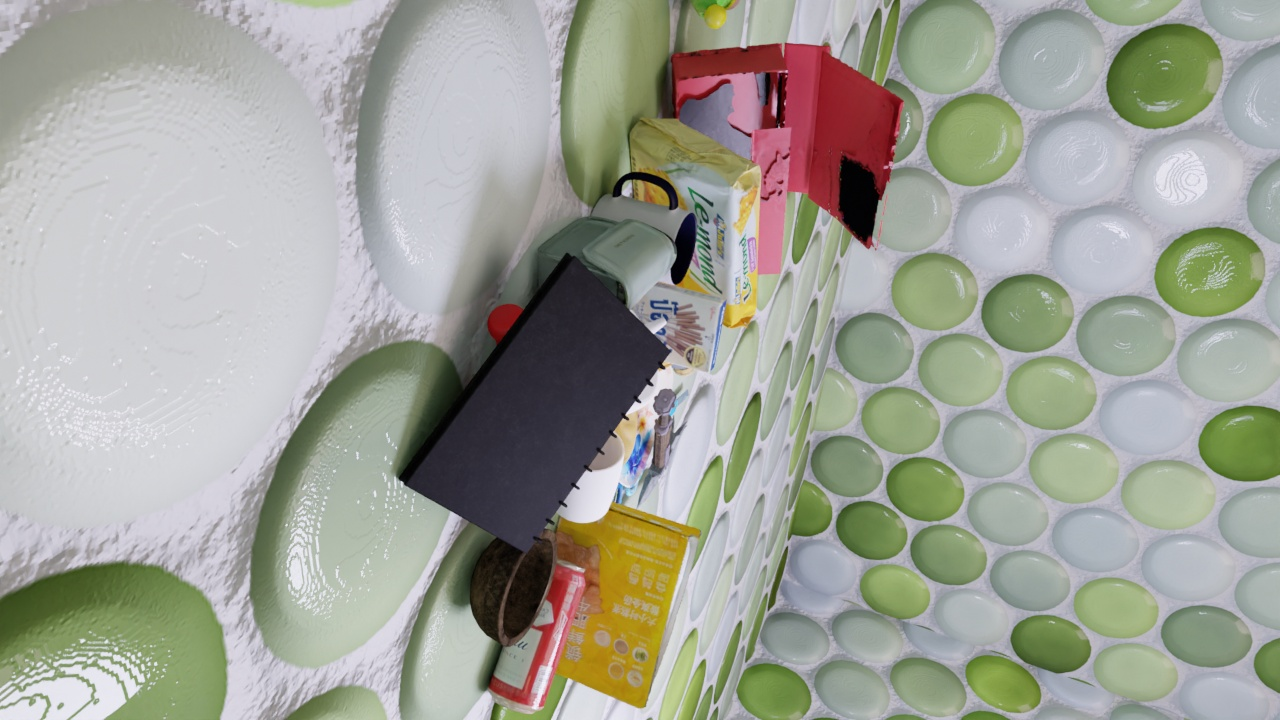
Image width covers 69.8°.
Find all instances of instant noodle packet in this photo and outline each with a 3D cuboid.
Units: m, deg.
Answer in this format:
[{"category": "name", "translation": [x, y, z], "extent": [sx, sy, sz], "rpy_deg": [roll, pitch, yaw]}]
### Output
[{"category": "instant noodle packet", "translation": [-0.037, 0.288, 1.114], "extent": [0.084, 0.163, 0.221], "rpy_deg": [15, 91, -73]}]

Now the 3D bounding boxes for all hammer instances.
[{"category": "hammer", "translation": [0.027, 0.101, 1.188], "extent": [0.317, 0.028, 0.146], "rpy_deg": [88, 27, -70]}]

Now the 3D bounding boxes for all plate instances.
[{"category": "plate", "translation": [-0.010, 0.067, 1.225], "extent": [0.186, 0.016, 0.187], "rpy_deg": [-70, 157, -16]}]

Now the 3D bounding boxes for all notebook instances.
[{"category": "notebook", "translation": [-0.081, 0.046, 0.807], "extent": [0.231, 0.019, 0.169], "rpy_deg": [-54, 135, -7]}]

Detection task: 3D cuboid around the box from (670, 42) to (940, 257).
[{"category": "box", "translation": [0.188, -0.257, 1.086], "extent": [0.211, 0.316, 0.123], "rpy_deg": [86, 24, -48]}]

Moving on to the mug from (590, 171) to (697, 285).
[{"category": "mug", "translation": [0.003, -0.144, 0.971], "extent": [0.078, 0.097, 0.112], "rpy_deg": [-49, 149, -53]}]

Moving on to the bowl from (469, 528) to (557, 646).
[{"category": "bowl", "translation": [-0.137, 0.221, 0.929], "extent": [0.121, 0.056, 0.121], "rpy_deg": [16, 89, -72]}]

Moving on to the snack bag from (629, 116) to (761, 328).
[{"category": "snack bag", "translation": [0.067, -0.155, 1.045], "extent": [0.068, 0.160, 0.248], "rpy_deg": [-40, 147, -26]}]

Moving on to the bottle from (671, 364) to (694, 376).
[{"category": "bottle", "translation": [0.054, -0.030, 1.304], "extent": [0.161, 0.046, 0.072], "rpy_deg": [73, 37, -59]}]

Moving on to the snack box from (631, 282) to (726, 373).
[{"category": "snack box", "translation": [0.014, -0.044, 1.003], "extent": [0.026, 0.150, 0.082], "rpy_deg": [-40, 142, -65]}]

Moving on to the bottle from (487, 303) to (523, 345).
[{"category": "bottle", "translation": [-0.112, -0.002, 0.846], "extent": [0.119, 0.036, 0.036], "rpy_deg": [83, 29, -52]}]

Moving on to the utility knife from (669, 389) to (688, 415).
[{"category": "utility knife", "translation": [0.035, 0.084, 1.395], "extent": [0.208, 0.015, 0.031], "rpy_deg": [-34, 138, -58]}]

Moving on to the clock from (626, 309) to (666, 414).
[{"category": "clock", "translation": [-0.034, -0.004, 0.926], "extent": [0.125, 0.073, 0.160], "rpy_deg": [62, 32, -6]}]

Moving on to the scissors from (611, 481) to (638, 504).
[{"category": "scissors", "translation": [-0.028, 0.154, 1.275], "extent": [0.090, 0.014, 0.141], "rpy_deg": [-49, 149, -41]}]

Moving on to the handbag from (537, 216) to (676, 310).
[{"category": "handbag", "translation": [-0.035, -0.093, 0.892], "extent": [0.121, 0.106, 0.067], "rpy_deg": [-48, 145, -54]}]

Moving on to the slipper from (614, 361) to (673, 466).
[{"category": "slipper", "translation": [-0.006, 0.006, 1.087], "extent": [0.099, 0.078, 0.263], "rpy_deg": [-14, 114, -59]}]

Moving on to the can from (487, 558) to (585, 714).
[{"category": "can", "translation": [-0.116, 0.311, 1.049], "extent": [0.067, 0.067, 0.170], "rpy_deg": [49, 59, -69]}]

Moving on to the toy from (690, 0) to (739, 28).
[{"category": "toy", "translation": [0.085, -0.426, 1.004], "extent": [0.131, 0.097, 0.124], "rpy_deg": [-45, 145, -20]}]

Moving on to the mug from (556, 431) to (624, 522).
[{"category": "mug", "translation": [-0.065, 0.118, 1.047], "extent": [0.114, 0.081, 0.088], "rpy_deg": [-102, -163, -51]}]
